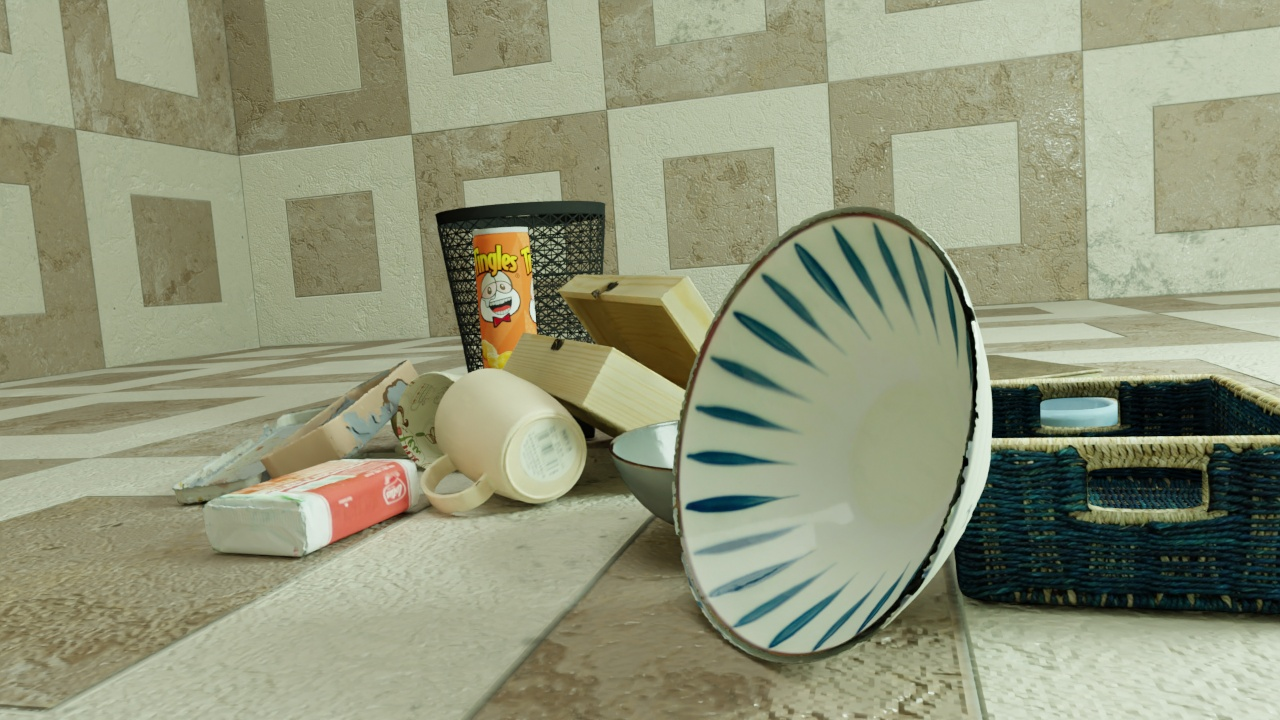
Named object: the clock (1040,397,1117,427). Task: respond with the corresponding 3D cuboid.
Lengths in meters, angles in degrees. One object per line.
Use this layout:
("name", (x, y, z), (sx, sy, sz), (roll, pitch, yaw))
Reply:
("clock", (0.270, 0.050, 0.570), (0.125, 0.051, 0.088), (-2, 4, 16))

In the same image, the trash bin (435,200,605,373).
("trash bin", (-0.145, -0.073, 1.194), (0.217, 0.243, 0.217), (-4, 5, 0))

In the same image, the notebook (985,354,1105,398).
("notebook", (0.321, 0.023, 0.922), (0.190, 0.034, 0.215), (-5, 5, -6))

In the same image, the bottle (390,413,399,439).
("bottle", (-0.161, 0.048, 0.904), (0.162, 0.056, 0.056), (-3, 5, 7))

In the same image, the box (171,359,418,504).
("box", (-0.284, 0.059, 0.784), (0.154, 0.058, 0.216), (-24, 11, 6))

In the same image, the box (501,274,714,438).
("box", (-0.001, 0.004, 0.723), (0.140, 0.122, 0.249), (28, -5, -20))

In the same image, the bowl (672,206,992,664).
("bowl", (0.088, 0.033, 0.371), (0.070, 0.177, 0.177), (15, -4, -27))

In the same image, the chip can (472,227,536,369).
("chip can", (-0.149, -0.042, 1.033), (0.062, 0.210, 0.062), (-4, 5, 0))

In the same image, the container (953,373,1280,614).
("container", (0.223, 0.055, 0.438), (0.145, 0.071, 0.187), (-2, 6, 18))

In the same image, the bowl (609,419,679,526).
("bowl", (0.058, 0.068, 0.505), (0.151, 0.057, 0.150), (-4, 5, 0))

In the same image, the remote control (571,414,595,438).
("remote control", (-0.104, 0.059, 0.857), (0.125, 0.039, 0.010), (1, -26, 2))

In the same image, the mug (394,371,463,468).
("mug", (-0.162, 0.060, 0.801), (0.122, 0.081, 0.097), (-31, -15, 26))

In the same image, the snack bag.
("snack bag", (-0.203, 0.090, 0.581), (0.077, 0.036, 0.115), (-3, 5, 22))

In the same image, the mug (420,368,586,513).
("mug", (-0.098, 0.063, 0.631), (0.111, 0.085, 0.104), (-37, 25, -21))
